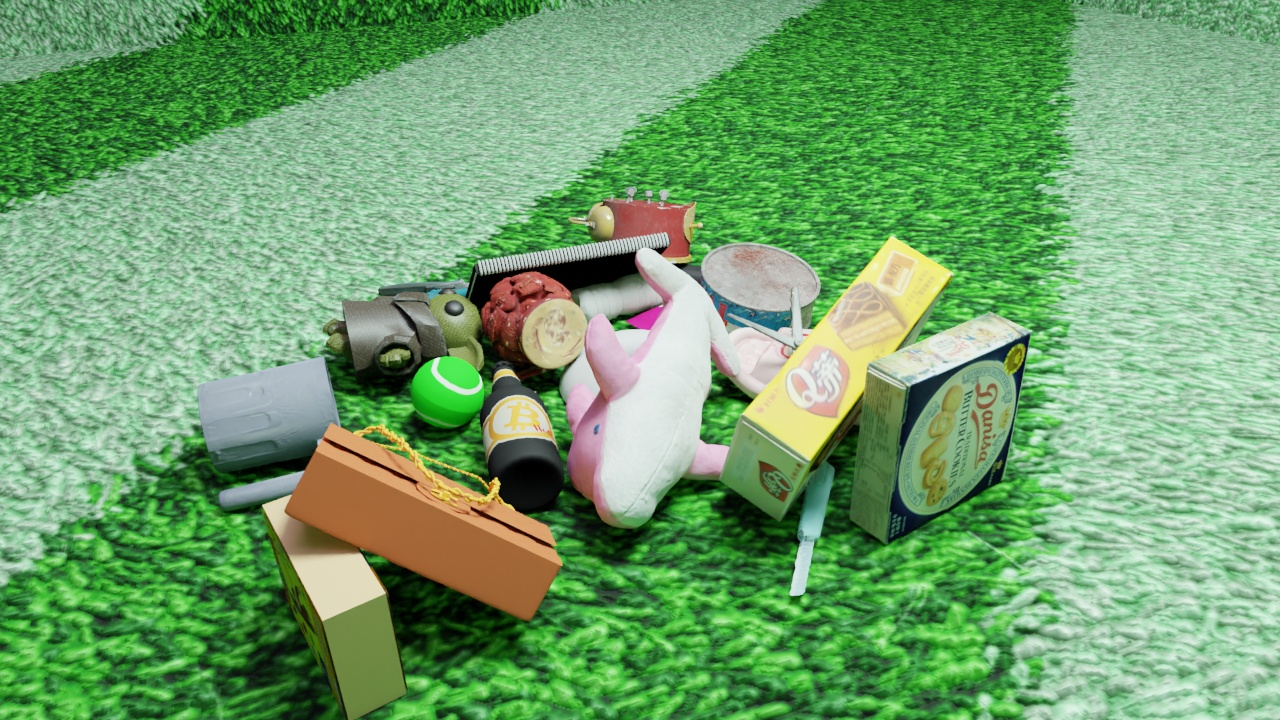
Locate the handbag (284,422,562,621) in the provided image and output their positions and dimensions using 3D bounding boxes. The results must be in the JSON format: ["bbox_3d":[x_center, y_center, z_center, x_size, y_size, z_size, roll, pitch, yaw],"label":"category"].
[{"bbox_3d":[-0.141,0.098,0.629,0.172,0.060,0.109,29,2,-15],"label":"handbag"}]

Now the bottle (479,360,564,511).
[{"bbox_3d":[-0.109,0.054,0.798,0.059,0.059,0.181,-8,31,-12],"label":"bottle"}]

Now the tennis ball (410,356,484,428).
[{"bbox_3d":[-0.175,0.029,0.835,0.065,0.065,0.065,-1,31,0],"label":"tennis ball"}]

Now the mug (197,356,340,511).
[{"bbox_3d":[-0.309,0.064,0.781,0.104,0.084,0.123,-12,59,-17],"label":"mug"}]

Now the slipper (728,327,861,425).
[{"bbox_3d":[0.176,0.012,0.865,0.222,0.056,0.106,18,37,27],"label":"slipper"}]

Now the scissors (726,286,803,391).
[{"bbox_3d":[0.156,-0.005,0.829,0.175,0.014,0.141,21,55,11],"label":"scissors"}]

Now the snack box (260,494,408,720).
[{"bbox_3d":[-0.201,0.155,0.600,0.040,0.088,0.126,-20,36,-29],"label":"snack box"}]

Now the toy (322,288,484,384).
[{"bbox_3d":[-0.235,-0.029,0.921,0.152,0.078,0.179,-11,29,-18],"label":"toy"}]

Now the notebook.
[{"bbox_3d":[-0.084,-0.096,1.004,0.206,0.016,0.149,-11,-8,-17],"label":"notebook"}]

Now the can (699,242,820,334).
[{"bbox_3d":[0.127,-0.076,1.002,0.130,0.044,0.129,5,39,-4],"label":"can"}]

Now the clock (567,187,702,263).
[{"bbox_3d":[-0.009,-0.169,1.112,0.159,0.081,0.117,4,13,-6],"label":"clock"}]

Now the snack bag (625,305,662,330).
[{"bbox_3d":[0.081,-0.063,1.033,0.196,0.016,0.070,-23,39,-33],"label":"snack bag"}]

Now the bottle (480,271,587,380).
[{"bbox_3d":[-0.107,-0.033,0.909,0.098,0.099,0.111,-18,27,-27],"label":"bottle"}]

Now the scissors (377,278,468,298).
[{"bbox_3d":[-0.238,-0.079,1.063,0.125,0.019,0.154,13,28,28],"label":"scissors"}]

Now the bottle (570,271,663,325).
[{"bbox_3d":[-0.013,-0.073,1.024,0.136,0.044,0.044,-18,35,-26],"label":"bottle"}]

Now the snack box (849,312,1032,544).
[{"bbox_3d":[0.232,0.051,0.711,0.144,0.145,0.042,-20,34,-28],"label":"snack box"}]

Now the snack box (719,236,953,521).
[{"bbox_3d":[0.159,0.012,0.742,0.062,0.110,0.229,35,60,17],"label":"snack box"}]

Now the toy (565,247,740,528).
[{"bbox_3d":[-0.004,0.033,0.777,0.128,0.186,0.264,-19,33,38],"label":"toy"}]

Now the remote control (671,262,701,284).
[{"bbox_3d":[0.026,-0.112,1.116,0.147,0.015,0.033,11,33,19],"label":"remote control"}]

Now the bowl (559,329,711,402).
[{"bbox_3d":[-0.005,0.005,0.892,0.149,0.043,0.149,-1,31,0],"label":"bowl"}]

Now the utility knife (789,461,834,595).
[{"bbox_3d":[0.132,0.125,0.713,0.022,0.015,0.165,7,29,15],"label":"utility knife"}]
